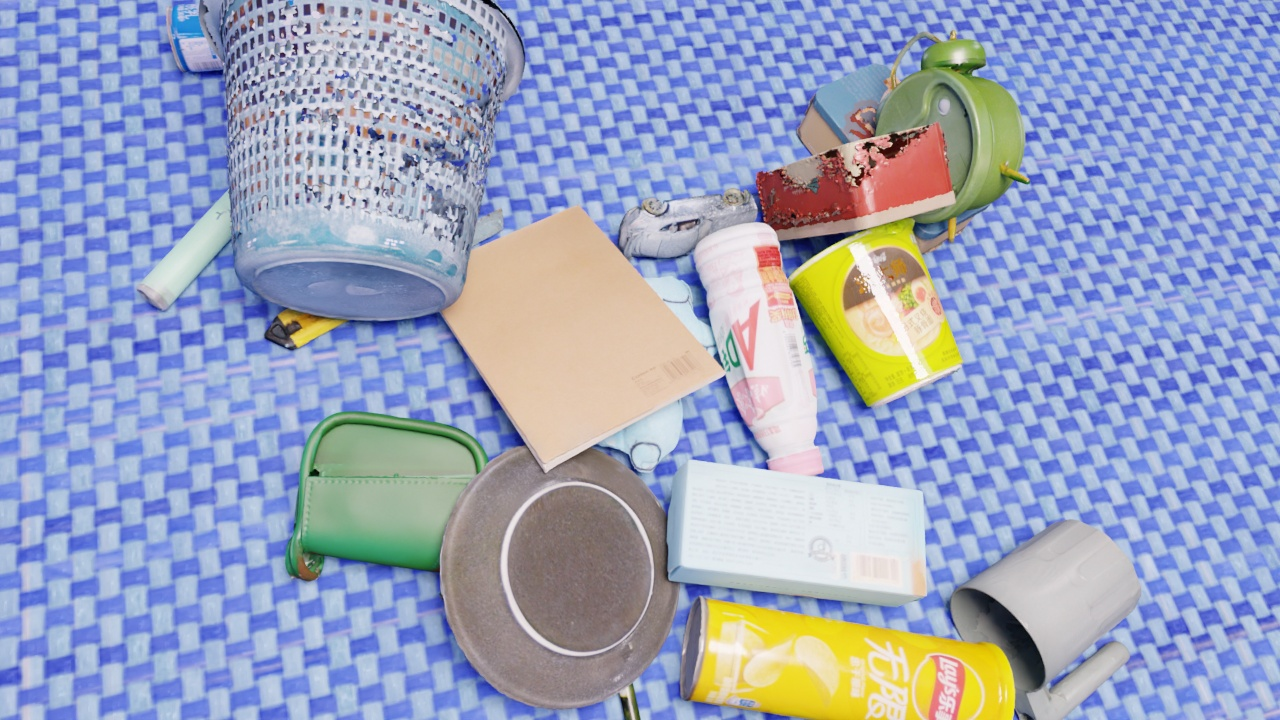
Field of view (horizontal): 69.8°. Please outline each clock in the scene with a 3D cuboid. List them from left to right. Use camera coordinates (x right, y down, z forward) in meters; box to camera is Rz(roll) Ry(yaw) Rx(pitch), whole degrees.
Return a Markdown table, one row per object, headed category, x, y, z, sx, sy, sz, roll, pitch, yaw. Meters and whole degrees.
| category | x | y | z | sx | sy | sz | roll | pitch | yaw |
| --- | --- | --- | --- | --- | --- | --- | --- | --- | --- |
| clock | 0.237 | -0.184 | 0.724 | 0.056 | 0.116 | 0.161 | -10 | 72 | -24 |

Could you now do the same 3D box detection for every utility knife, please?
| category | x | y | z | sx | sy | sz | roll | pitch | yaw |
| --- | --- | --- | --- | --- | --- | --- | --- | --- | --- |
| utility knife | -0.196 | -0.069 | 0.726 | 0.214 | 0.015 | 0.033 | -33 | 78 | -20 |

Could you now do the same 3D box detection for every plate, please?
| category | x | y | z | sx | sy | sz | roll | pitch | yaw |
| --- | --- | --- | --- | --- | --- | --- | --- | --- | --- |
| plate | -0.045 | 0.139 | 0.614 | 0.179 | 0.024 | 0.179 | 11 | 68 | -29 |

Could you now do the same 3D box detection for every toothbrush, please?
| category | x | y | z | sx | sy | sz | roll | pitch | yaw |
| --- | --- | --- | --- | --- | --- | --- | --- | --- | --- |
| toothbrush | -0.313 | -0.130 | 0.729 | 0.027 | 0.026 | 0.224 | 31 | 65 | 0 |
| toothbrush | -0.013 | 0.226 | 0.627 | 0.017 | 0.012 | 0.185 | -11 | 69 | -7 |

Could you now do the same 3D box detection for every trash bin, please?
| category | x | y | z | sx | sy | sz | roll | pitch | yaw |
| --- | --- | --- | --- | --- | --- | --- | --- | --- | --- |
| trash bin | -0.198 | -0.139 | 0.647 | 0.226 | 0.227 | 0.195 | 2 | 76 | -8 |

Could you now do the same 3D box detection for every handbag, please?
| category | x | y | z | sx | sy | sz | roll | pitch | yaw |
| --- | --- | --- | --- | --- | --- | --- | --- | --- | --- |
| handbag | -0.172 | 0.099 | 0.634 | 0.131 | 0.068 | 0.120 | 10 | 73 | -6 |

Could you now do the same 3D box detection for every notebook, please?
| category | x | y | z | sx | sy | sz | roll | pitch | yaw |
| --- | --- | --- | --- | --- | --- | --- | --- | --- | --- |
| notebook | -0.057 | -0.029 | 0.688 | 0.149 | 0.012 | 0.211 | -27 | 56 | -19 |

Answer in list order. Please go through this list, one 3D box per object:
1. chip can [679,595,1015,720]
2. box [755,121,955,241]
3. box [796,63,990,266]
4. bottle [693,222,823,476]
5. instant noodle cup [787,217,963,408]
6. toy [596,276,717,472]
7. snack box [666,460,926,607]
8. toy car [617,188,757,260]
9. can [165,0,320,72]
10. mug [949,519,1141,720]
| category | x | y | z | sx | sy | sz | roll | pitch | yaw |
| --- | --- | --- | --- | --- | --- | --- | --- | --- | --- |
| chip can | 0.137 | 0.211 | 0.623 | 0.213 | 0.072 | 0.072 | 11 | 65 | -4 |
| box | 0.158 | -0.143 | 0.720 | 0.091 | 0.168 | 0.077 | -17 | 98 | -16 |
| box | 0.225 | -0.170 | 0.810 | 0.089 | 0.061 | 0.184 | -31 | 73 | -19 |
| bottle | 0.096 | -0.004 | 0.708 | 0.068 | 0.068 | 0.197 | -12 | 81 | -14 |
| instant noodle cup | 0.191 | -0.032 | 0.724 | 0.111 | 0.112 | 0.123 | -22 | 79 | -17 |
| toy | -0.004 | 0.004 | 0.705 | 0.156 | 0.050 | 0.161 | -21 | 72 | -23 |
| snack box | 0.108 | 0.121 | 0.636 | 0.175 | 0.052 | 0.074 | 8 | 65 | -6 |
| toy car | 0.040 | -0.111 | 0.759 | 0.120 | 0.054 | 0.036 | -13 | 66 | -15 |
| can | -0.322 | -0.276 | 0.776 | 0.134 | 0.053 | 0.053 | -9 | 68 | -12 |
| mug | 0.298 | 0.191 | 0.661 | 0.103 | 0.084 | 0.124 | -28 | 100 | -20 |
